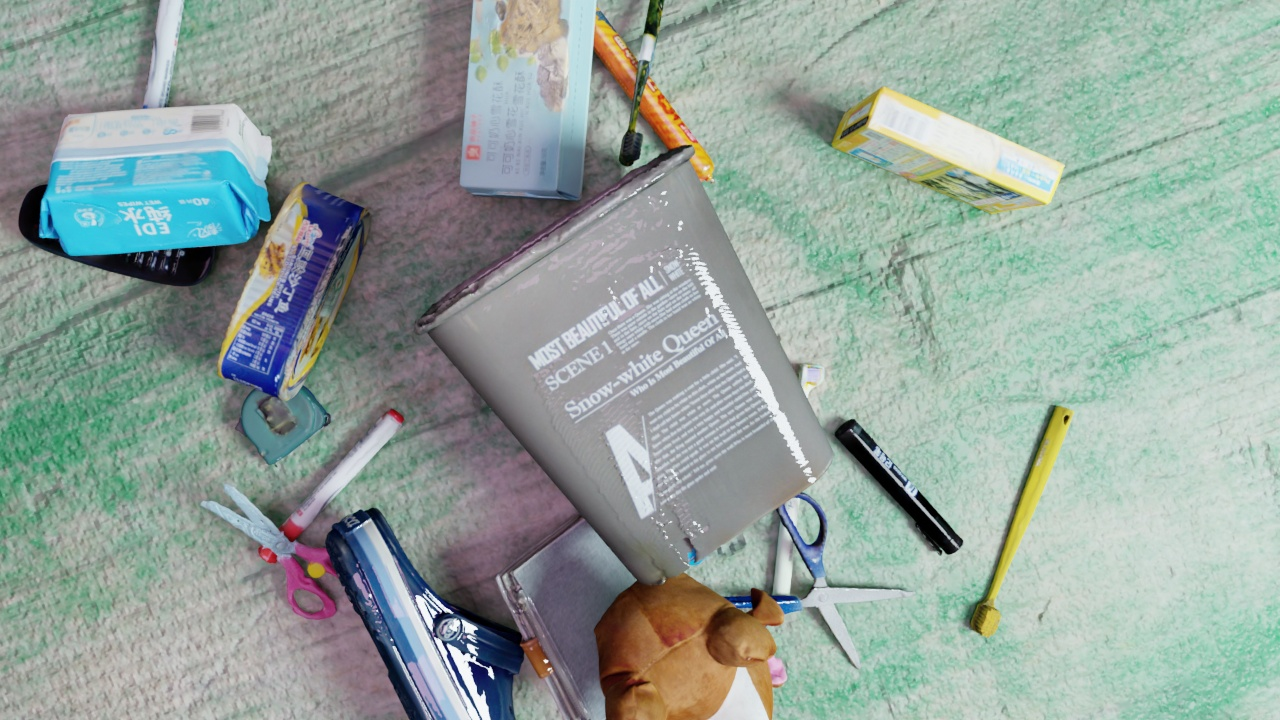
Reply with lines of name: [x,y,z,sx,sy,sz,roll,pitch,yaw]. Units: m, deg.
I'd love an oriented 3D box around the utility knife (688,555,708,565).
utility knife: [0.064,0.115,0.691,0.186,0.018,0.034,-44,89,10]

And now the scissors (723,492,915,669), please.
scissors: [0.127,0.172,0.695,0.176,0.012,0.162,-9,106,-9]

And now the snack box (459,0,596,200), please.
snack box: [-0.077,-0.200,0.641,0.074,0.051,0.175,6,94,15]

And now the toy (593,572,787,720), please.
toy: [0.045,0.225,0.622,0.140,0.200,0.130,-30,57,-8]

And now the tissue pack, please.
tissue pack: [-0.321,-0.119,0.615,0.140,0.063,0.090,-7,52,-11]

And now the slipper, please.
slipper: [-0.135,0.212,0.659,0.095,0.105,0.253,-31,99,-22]

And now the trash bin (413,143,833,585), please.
trash bin: [-0.004,0.004,0.607,0.199,0.198,0.220,-33,101,-1]

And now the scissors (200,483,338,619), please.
scissors: [-0.266,0.143,0.667,0.137,0.017,0.077,38,99,-23]

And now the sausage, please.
sausage: [0.003,-0.195,0.671,0.021,0.021,0.165,-38,96,0]

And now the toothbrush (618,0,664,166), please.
toothbrush: [0.008,-0.227,0.654,0.012,0.017,0.185,14,81,-27]

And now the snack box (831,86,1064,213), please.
snack box: [0.215,-0.146,0.655,0.140,0.087,0.034,23,92,-5]

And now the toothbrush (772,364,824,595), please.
toothbrush: [0.118,0.097,0.701,0.029,0.020,0.189,2,97,-46]

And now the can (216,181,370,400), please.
can: [-0.240,-0.047,0.640,0.049,0.075,0.148,23,86,-6]

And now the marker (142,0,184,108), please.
marker: [-0.339,-0.217,0.651,0.017,0.017,0.146,11,93,-4]

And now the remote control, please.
remote control: [-0.369,-0.088,0.654,0.136,0.024,0.053,16,90,-3]

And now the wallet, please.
wallet: [-0.043,0.189,0.671,0.106,0.037,0.130,-31,97,-40]

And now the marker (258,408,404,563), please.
marker: [-0.229,0.093,0.680,0.017,0.017,0.145,43,90,-5]

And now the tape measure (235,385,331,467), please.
tape measure: [-0.263,0.042,0.670,0.058,0.025,0.054,-38,96,-1]

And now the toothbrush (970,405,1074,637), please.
toothbrush: [0.299,0.126,0.715,0.015,0.016,0.190,20,93,-6]

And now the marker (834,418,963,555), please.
marker: [0.198,0.098,0.706,0.132,0.020,0.022,47,119,-7]
